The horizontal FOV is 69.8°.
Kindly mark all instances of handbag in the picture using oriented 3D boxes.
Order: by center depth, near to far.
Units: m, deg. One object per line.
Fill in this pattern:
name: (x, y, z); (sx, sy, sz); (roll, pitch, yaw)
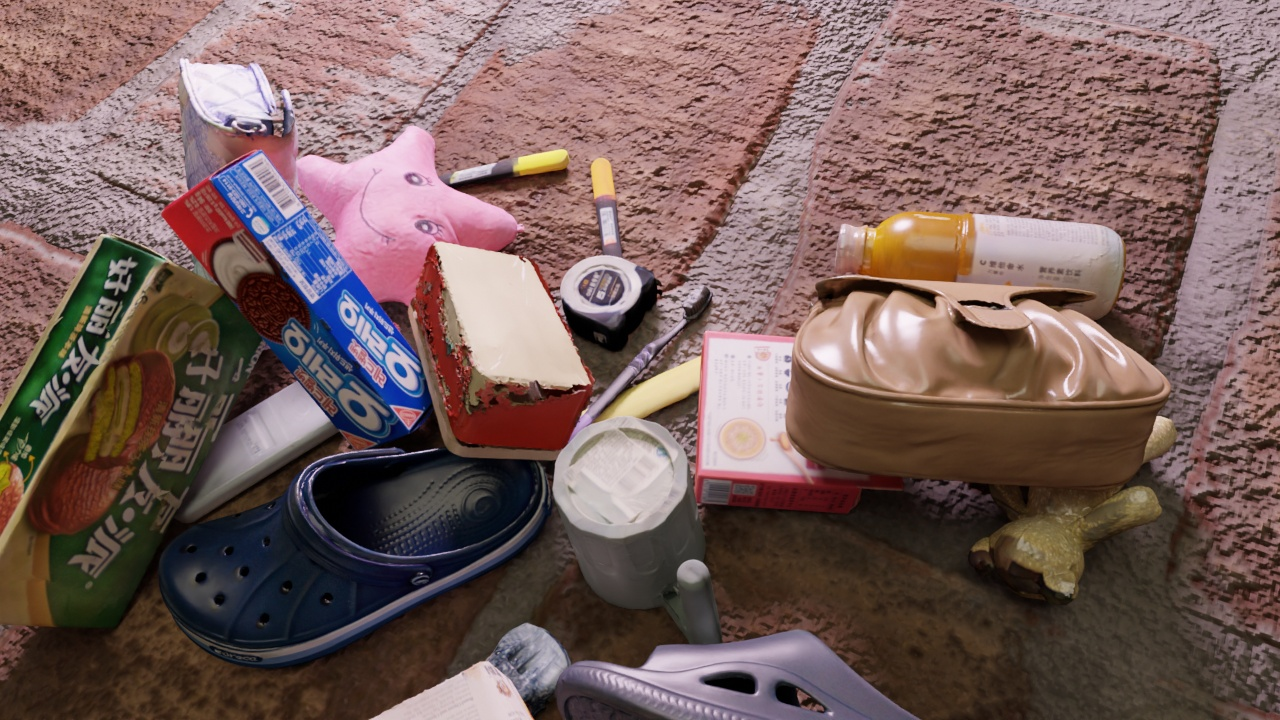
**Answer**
handbag: (0.188, 0.003, 0.537); (0.204, 0.100, 0.147); (3, 31, 1)
handbag: (-0.300, -0.120, 0.693); (0.075, 0.194, 0.134); (-8, 45, -28)

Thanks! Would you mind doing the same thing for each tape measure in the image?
tape measure: (-0.027, -0.047, 0.700); (0.066, 0.034, 0.065); (27, 62, 22)

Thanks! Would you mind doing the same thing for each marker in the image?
marker: (-0.027, -0.119, 0.762); (0.018, 0.015, 0.123); (-10, 57, 3)
marker: (-0.124, -0.166, 0.810); (0.124, 0.015, 0.018); (-10, 54, 5)

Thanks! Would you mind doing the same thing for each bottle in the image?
bottle: (0.236, -0.070, 0.653); (0.190, 0.068, 0.067); (8, 57, 14)

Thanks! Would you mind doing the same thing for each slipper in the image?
slipper: (0.089, 0.199, 0.479); (0.268, 0.111, 0.083); (13, 42, 11)
slipper: (-0.180, 0.112, 0.579); (0.252, 0.095, 0.105); (-17, 52, -7)

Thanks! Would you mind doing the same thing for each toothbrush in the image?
toothbrush: (-0.004, 0.004, 0.660); (0.014, 0.017, 0.188); (24, 56, 32)

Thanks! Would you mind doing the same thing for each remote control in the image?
remote control: (-0.284, 0.063, 0.670); (0.135, 0.020, 0.056); (-34, 56, -14)

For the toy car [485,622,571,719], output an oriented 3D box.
toy car: (-0.088, 0.202, 0.539); (0.049, 0.031, 0.105); (36, 68, 29)

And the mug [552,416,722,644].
mug: (0.006, 0.106, 0.546); (0.083, 0.103, 0.124); (-32, 56, -14)

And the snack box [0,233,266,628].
snack box: (-0.344, 0.049, 0.592); (0.063, 0.114, 0.239); (20, 79, 20)

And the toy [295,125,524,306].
toy: (-0.184, -0.113, 0.740); (0.178, 0.075, 0.194); (-3, 64, -17)

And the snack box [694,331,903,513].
snack box: (0.101, 0.041, 0.608); (0.127, 0.044, 0.113); (4, 56, 3)

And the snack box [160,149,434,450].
snack box: (-0.219, -0.035, 0.616); (0.058, 0.207, 0.057); (-22, 24, 28)

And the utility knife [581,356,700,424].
utility knife: (0.015, 0.024, 0.655); (0.151, 0.018, 0.031); (-26, 60, -7)

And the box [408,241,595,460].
box: (-0.099, -0.017, 0.625); (0.091, 0.079, 0.168); (6, 34, -30)

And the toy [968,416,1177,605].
toy: (0.265, 0.083, 0.553); (0.157, 0.066, 0.105); (-40, 30, -23)

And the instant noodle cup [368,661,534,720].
instant noodle cup: (-0.081, 0.229, 0.458); (0.116, 0.116, 0.124); (-26, 64, -10)
